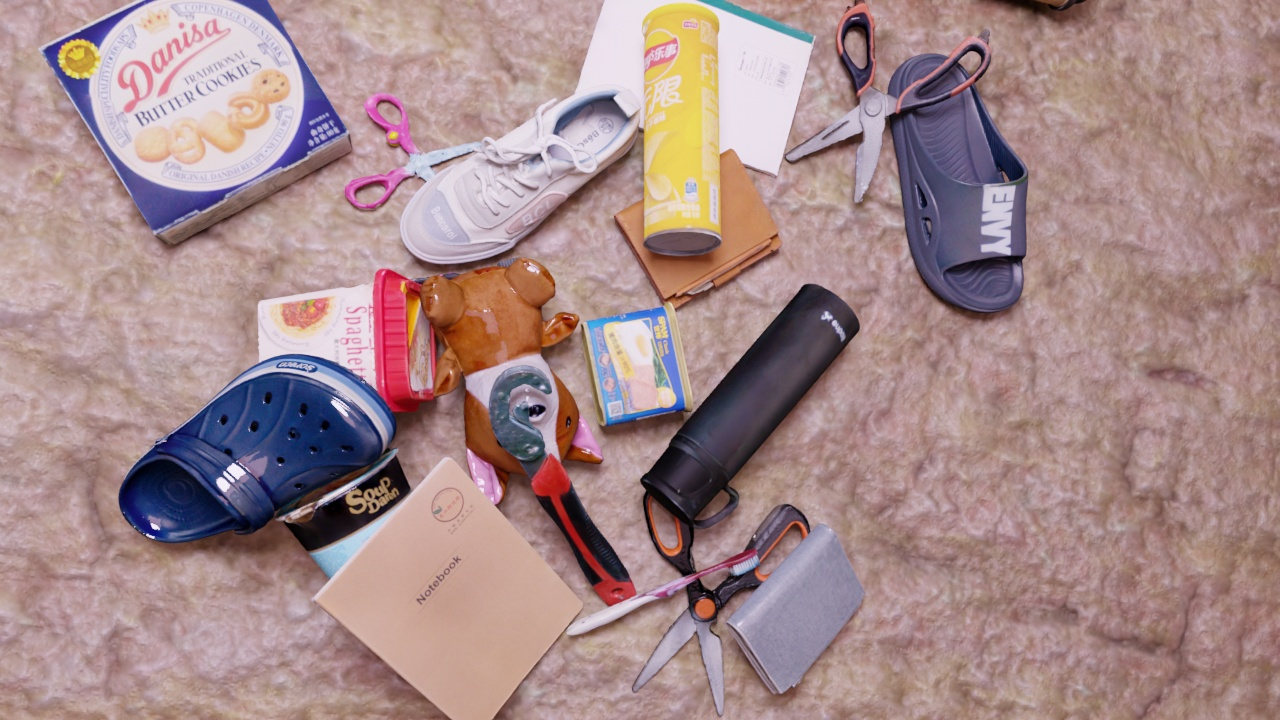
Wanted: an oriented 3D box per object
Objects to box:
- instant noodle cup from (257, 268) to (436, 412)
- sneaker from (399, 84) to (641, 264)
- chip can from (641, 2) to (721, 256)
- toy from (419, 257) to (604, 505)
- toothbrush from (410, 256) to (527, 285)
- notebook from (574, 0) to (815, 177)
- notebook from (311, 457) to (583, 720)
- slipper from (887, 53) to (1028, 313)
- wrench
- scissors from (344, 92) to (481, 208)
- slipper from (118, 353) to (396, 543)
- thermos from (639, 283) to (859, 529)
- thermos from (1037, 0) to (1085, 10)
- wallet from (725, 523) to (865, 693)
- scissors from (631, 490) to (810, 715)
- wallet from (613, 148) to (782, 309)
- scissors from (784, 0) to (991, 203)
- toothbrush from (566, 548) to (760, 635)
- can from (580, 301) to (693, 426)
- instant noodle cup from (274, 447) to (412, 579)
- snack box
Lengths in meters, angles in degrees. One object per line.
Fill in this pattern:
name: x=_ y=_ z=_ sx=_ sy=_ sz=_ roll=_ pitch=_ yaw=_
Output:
instant noodle cup: x=-0.243 y=-0.012 z=0.765 sx=0.124 sy=0.116 sz=0.116 roll=-3 pitch=87 yaw=0
sneaker: x=-0.099 y=-0.161 z=0.799 sx=0.242 sy=0.091 sz=0.089 roll=-34 pitch=99 yaw=-7
chip can: x=0.038 y=-0.205 z=0.819 sx=0.072 sy=0.072 sz=0.213 roll=1 pitch=79 yaw=-11
toy: x=-0.108 y=0.015 z=0.785 sx=0.140 sy=0.130 sz=0.199 roll=-15 pitch=99 yaw=-17
toothbrush: x=-0.191 y=-0.073 z=0.823 sx=0.189 sy=0.014 sz=0.017 roll=-8 pitch=78 yaw=-11
notebook: x=0.054 y=-0.279 z=0.881 sx=0.209 sy=0.012 sz=0.150 roll=17 pitch=84 yaw=-9
notebook: x=-0.147 y=0.200 z=0.757 sx=0.147 sy=0.008 sz=0.208 roll=-48 pitch=124 yaw=-22
slipper: x=0.313 y=-0.177 z=0.890 sx=0.110 sy=0.083 sz=0.268 roll=-14 pitch=88 yaw=-9
wrench: x=-0.061 y=0.117 z=0.768 sx=0.056 sy=0.016 sz=0.274 roll=-21 pitch=123 yaw=1
scissors: x=-0.208 y=-0.176 z=0.826 sx=0.134 sy=0.017 sz=0.133 roll=-45 pitch=99 yaw=-12
slipper: x=-0.310 y=0.080 z=0.703 sx=0.253 sy=0.095 sz=0.105 roll=-24 pitch=116 yaw=19
thermos: x=0.106 y=0.045 z=0.840 sx=0.242 sy=0.068 sz=0.090 roll=-48 pitch=119 yaw=-13
thermos: x=0.383 y=-0.404 z=0.915 sx=0.143 sy=0.093 sz=0.093 roll=6 pitch=85 yaw=-3
wallet: x=0.144 y=0.228 z=0.839 sx=0.129 sy=0.037 sz=0.106 roll=-41 pitch=118 yaw=-21
scissors: x=0.063 y=0.206 z=0.853 sx=0.221 sy=0.022 sz=0.232 roll=-30 pitch=92 yaw=-6
wallet: x=0.057 y=-0.122 z=0.862 sx=0.131 sy=0.031 sz=0.108 roll=-31 pitch=94 yaw=-6
scissors: x=0.238 y=-0.256 z=0.886 sx=0.189 sy=0.015 sz=0.223 roll=3 pitch=80 yaw=13
toothbrush: x=0.022 y=0.212 z=0.830 sx=0.187 sy=0.016 sz=0.017 roll=-21 pitch=100 yaw=-6
can: x=-0.005 y=0.005 z=0.832 sx=0.083 sy=0.057 sz=0.102 roll=-11 pitch=88 yaw=-9
instant noodle cup: x=-0.223 y=0.151 z=0.762 sx=0.111 sy=0.111 sz=0.120 roll=-29 pitch=100 yaw=-11
snack box: x=-0.373 y=-0.221 z=0.781 sx=0.177 sy=0.046 sz=0.182 roll=-32 pitch=93 yaw=-11
